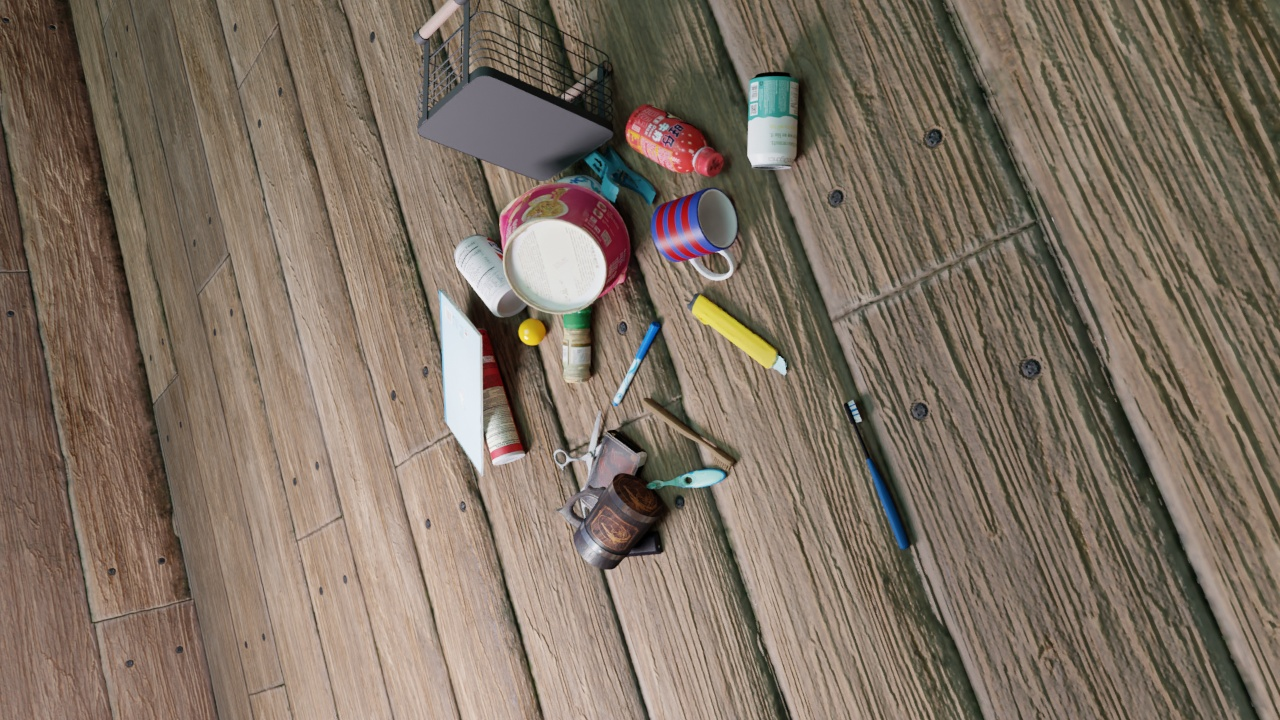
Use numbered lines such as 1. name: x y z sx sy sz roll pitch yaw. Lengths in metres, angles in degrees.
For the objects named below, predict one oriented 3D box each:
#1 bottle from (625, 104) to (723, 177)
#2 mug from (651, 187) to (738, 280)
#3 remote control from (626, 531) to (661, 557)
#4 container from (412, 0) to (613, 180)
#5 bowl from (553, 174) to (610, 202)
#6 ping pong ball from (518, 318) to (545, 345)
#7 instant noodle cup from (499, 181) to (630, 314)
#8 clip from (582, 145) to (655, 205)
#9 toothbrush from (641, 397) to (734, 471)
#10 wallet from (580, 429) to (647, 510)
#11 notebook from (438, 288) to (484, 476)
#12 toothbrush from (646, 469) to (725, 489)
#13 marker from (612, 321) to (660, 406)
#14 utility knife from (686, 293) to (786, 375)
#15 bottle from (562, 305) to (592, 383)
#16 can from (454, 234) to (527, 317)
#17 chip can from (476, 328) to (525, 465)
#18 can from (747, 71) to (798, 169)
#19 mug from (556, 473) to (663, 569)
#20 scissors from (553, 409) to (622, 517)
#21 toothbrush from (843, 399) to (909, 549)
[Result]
1. bottle: 0.045 -0.265 1.131 0.137 0.061 0.062 37 119 35
2. mug: 0.073 -0.147 1.116 0.076 0.074 0.112 -10 114 45
3. remote control: -0.024 0.262 1.289 0.137 0.015 0.032 -17 82 45
4. container: -0.160 -0.349 1.183 0.163 0.241 0.130 -21 64 44
5. bowl: -0.114 -0.190 1.288 0.144 0.074 0.144 6 99 45
6. ping pong ball: -0.163 -0.043 1.377 0.040 0.040 0.040 6 99 45
7. instant noodle cup: -0.106 -0.138 1.214 0.179 0.077 0.179 4 122 6
8. clip: -0.045 -0.241 1.198 0.130 0.121 0.031 39 129 21
9. toothbrush: 0.059 0.093 1.188 0.167 0.016 0.016 35 118 36
10. wallet: -0.038 0.164 1.286 0.072 0.019 0.123 34 118 27
11. notebook: -0.286 0.034 1.467 0.181 0.009 0.254 43 137 48
12. toothbrush: 0.058 0.157 1.195 0.135 0.017 0.022 -16 82 45
13. marker: -0.007 0.007 1.247 0.013 0.013 0.142 47 125 31
14. utility knife: 0.117 -0.032 1.115 0.165 0.017 0.031 42 127 35
15. bottle: -0.090 -0.024 1.307 0.043 0.043 0.111 9 101 44
16. can: -0.228 -0.131 1.413 0.132 0.070 0.070 49 126 30
17. chip can: -0.239 0.056 1.458 0.052 0.051 0.214 -31 73 43
18. can: 0.149 -0.268 1.030 0.055 0.054 0.101 7 100 45
19. mug: -0.045 0.207 1.238 0.116 0.079 0.107 39 113 9
20. scissors: -0.070 0.152 1.325 0.142 0.014 0.162 -11 92 40
21. toothbrush: 0.256 0.123 0.993 0.014 0.014 0.167 -22 79 10
